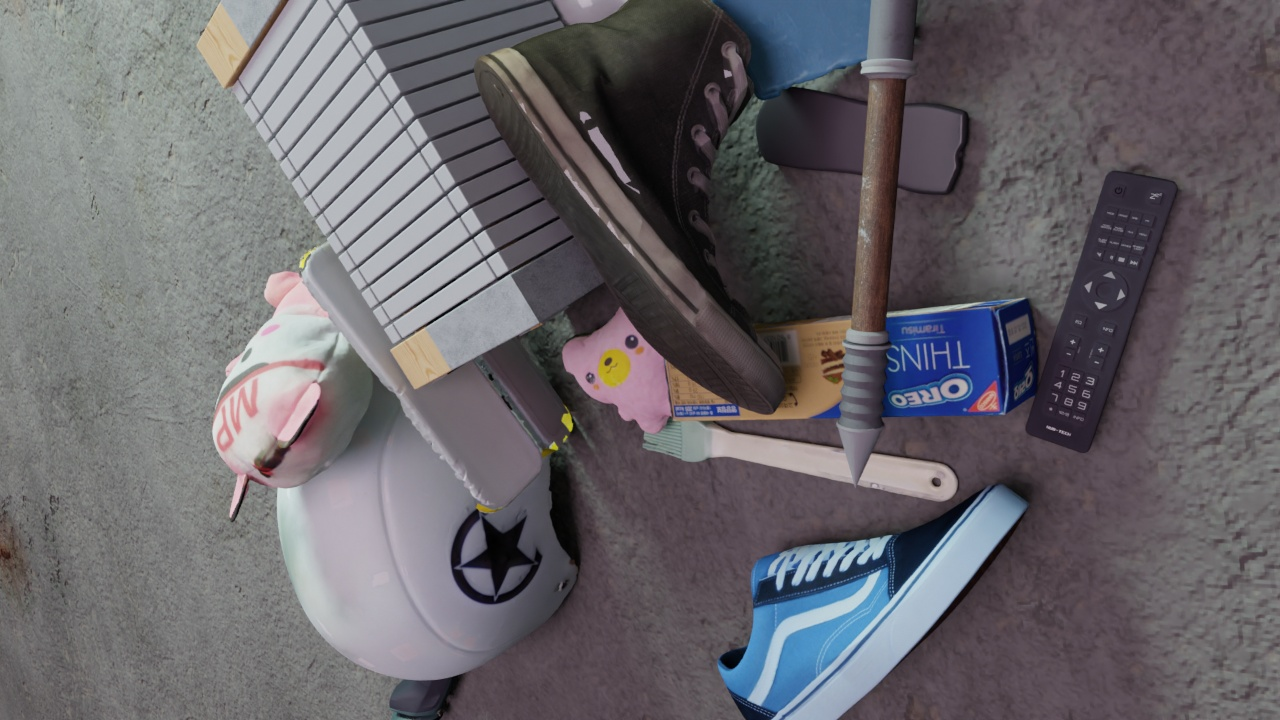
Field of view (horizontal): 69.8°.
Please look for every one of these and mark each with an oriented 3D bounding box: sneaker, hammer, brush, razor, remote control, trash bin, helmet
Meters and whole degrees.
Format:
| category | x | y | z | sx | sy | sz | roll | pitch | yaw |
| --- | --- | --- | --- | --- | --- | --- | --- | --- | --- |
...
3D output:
| category | x | y | z | sx | sy | sz | roll | pitch | yaw |
| --- | --- | --- | --- | --- | --- | --- | --- | --- | --- |
| sneaker | 0.114 | 0.138 | 0.536 | 0.098 | 0.083 | 0.242 | 46 | 128 | 20 |
| hammer | 0.112 | -0.096 | 0.427 | 0.043 | 0.155 | 0.322 | 20 | 113 | 53 |
| brush | 0.091 | 0.059 | 0.580 | 0.218 | 0.012 | 0.033 | 8 | 106 | 36 |
| sneaker | 0.028 | -0.085 | 0.488 | 0.235 | 0.119 | 0.095 | 54 | 167 | -2 |
| razor | -0.192 | 0.289 | 0.846 | 0.052 | 0.047 | 0.143 | 28 | 118 | 3 |
| remote control | 0.225 | -0.022 | 0.449 | 0.032 | 0.015 | 0.136 | 22 | 112 | 33 |
| trash bin | -0.119 | -0.136 | 0.565 | 0.143 | 0.142 | 0.247 | -23 | 101 | 46 |
| remote control | 0.119 | -0.124 | 0.511 | 0.124 | 0.009 | 0.046 | 20 | 113 | 34 |
| helmet | -0.192 | 0.126 | 0.716 | 0.237 | 0.163 | 0.264 | -10 | 100 | 39 |

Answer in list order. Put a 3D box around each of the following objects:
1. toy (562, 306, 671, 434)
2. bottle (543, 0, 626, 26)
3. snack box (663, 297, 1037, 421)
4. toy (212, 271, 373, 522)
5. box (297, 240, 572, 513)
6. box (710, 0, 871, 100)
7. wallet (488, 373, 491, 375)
| category | x | y | z | sx | sy | sz | roll | pitch | yaw |
| --- | --- | --- | --- | --- | --- | --- | --- | --- | --- |
| toy | -0.004 | 0.004 | 0.614 | 0.103 | 0.050 | 0.093 | -36 | 76 | 39 |
| bottle | -0.050 | -0.227 | 0.591 | 0.195 | 0.052 | 0.052 | 8 | 106 | 37 |
| snack box | 0.110 | 0.004 | 0.520 | 0.207 | 0.056 | 0.057 | -4 | 96 | 40 |
| toy | -0.232 | 0.000 | 0.643 | 0.142 | 0.084 | 0.212 | -30 | 37 | 28 |
| box | -0.130 | -0.007 | 0.631 | 0.039 | 0.129 | 0.209 | -27 | 103 | 35 |
| box | 0.051 | -0.240 | 0.435 | 0.093 | 0.048 | 0.231 | -14 | 132 | 29 |
| wallet | -0.147 | -0.021 | 0.747 | 0.087 | 0.013 | 0.121 | 37 | 121 | 31 |
